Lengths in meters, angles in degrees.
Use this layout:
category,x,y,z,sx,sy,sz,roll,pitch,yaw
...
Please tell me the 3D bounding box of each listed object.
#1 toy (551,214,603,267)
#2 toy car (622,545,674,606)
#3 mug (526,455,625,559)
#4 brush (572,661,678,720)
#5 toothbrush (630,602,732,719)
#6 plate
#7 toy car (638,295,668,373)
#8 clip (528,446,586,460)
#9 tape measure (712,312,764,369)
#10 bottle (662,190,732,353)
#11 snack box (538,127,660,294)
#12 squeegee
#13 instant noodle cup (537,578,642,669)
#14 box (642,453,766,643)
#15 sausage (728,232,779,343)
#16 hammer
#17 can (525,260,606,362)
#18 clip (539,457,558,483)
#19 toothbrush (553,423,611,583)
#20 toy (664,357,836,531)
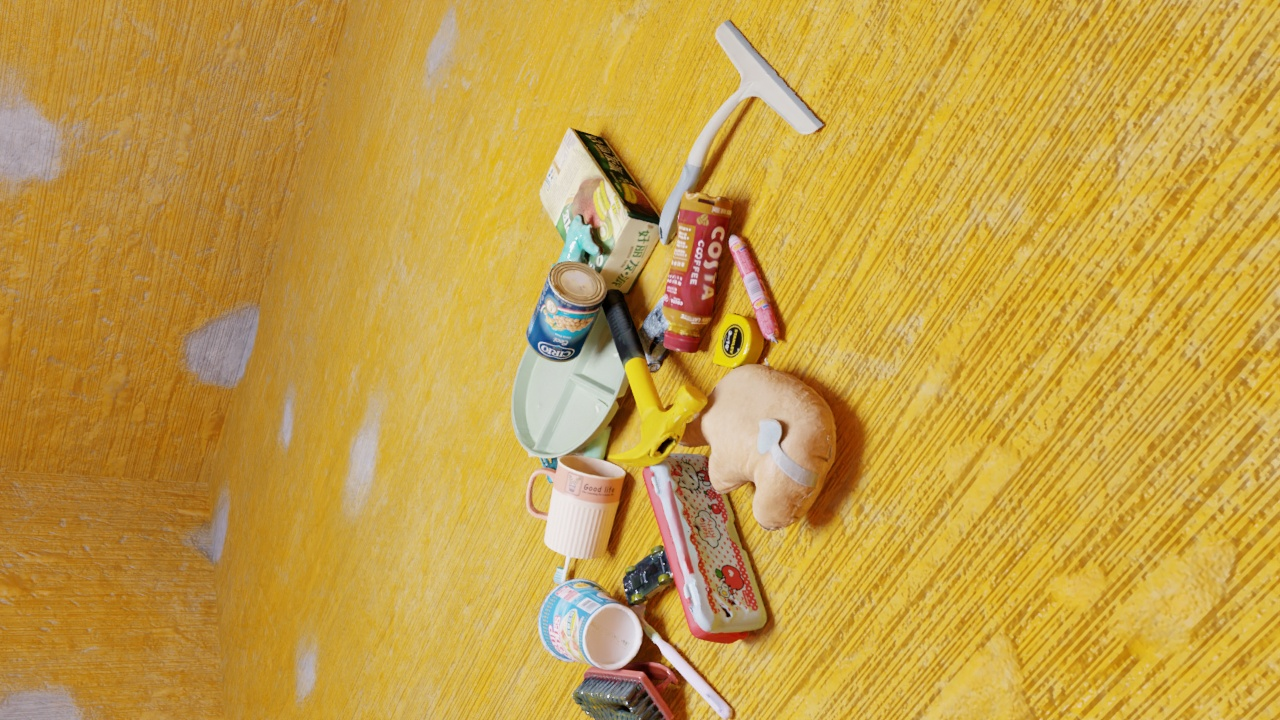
category,x,y,z,sx,sy,sz,roll,pitch,yaw
toy,-0.080,-0.135,1.154,0.096,0.030,0.092,40,120,46
toy car,0.015,0.241,1.028,0.091,0.035,0.042,-46,48,37
mug,-0.085,0.176,1.127,0.081,0.114,0.106,-48,-29,-81
brush,-0.018,0.366,1.020,0.063,0.069,0.146,57,146,-8
toothbrush,0.041,0.322,0.986,0.189,0.021,0.029,35,109,52
plate,-0.089,0.020,1.204,0.231,0.027,0.229,-26,52,37
toy car,0.019,-0.031,1.094,0.106,0.031,0.049,-59,37,32
clip,-0.097,0.117,1.227,0.098,0.064,0.034,-23,64,44
tape measure,0.106,-0.018,0.963,0.057,0.028,0.060,18,97,57
bottle,0.060,-0.097,1.020,0.057,0.057,0.175,22,105,56
snack box,-0.058,-0.203,1.220,0.115,0.063,0.240,-60,39,28
squeegee,0.073,-0.235,1.057,0.247,0.039,0.246,-57,40,31
instant noodle cup,-0.052,0.302,1.038,0.110,0.099,0.099,168,108,-65
box,0.064,0.180,0.927,0.068,0.090,0.201,-37,51,26
sausage,0.120,-0.079,0.967,0.020,0.020,0.155,-48,44,39
hammer,-0.006,0.006,1.032,0.129,0.033,0.300,-53,30,22
can,-0.092,-0.061,1.137,0.111,0.075,0.075,118,144,-45
clip,-0.125,0.145,1.270,0.014,0.041,0.056,-50,47,40
toothbrush,-0.075,0.185,1.183,0.027,0.026,0.224,16,97,13
toy,0.104,0.068,0.900,0.226,0.082,0.143,31,96,57
